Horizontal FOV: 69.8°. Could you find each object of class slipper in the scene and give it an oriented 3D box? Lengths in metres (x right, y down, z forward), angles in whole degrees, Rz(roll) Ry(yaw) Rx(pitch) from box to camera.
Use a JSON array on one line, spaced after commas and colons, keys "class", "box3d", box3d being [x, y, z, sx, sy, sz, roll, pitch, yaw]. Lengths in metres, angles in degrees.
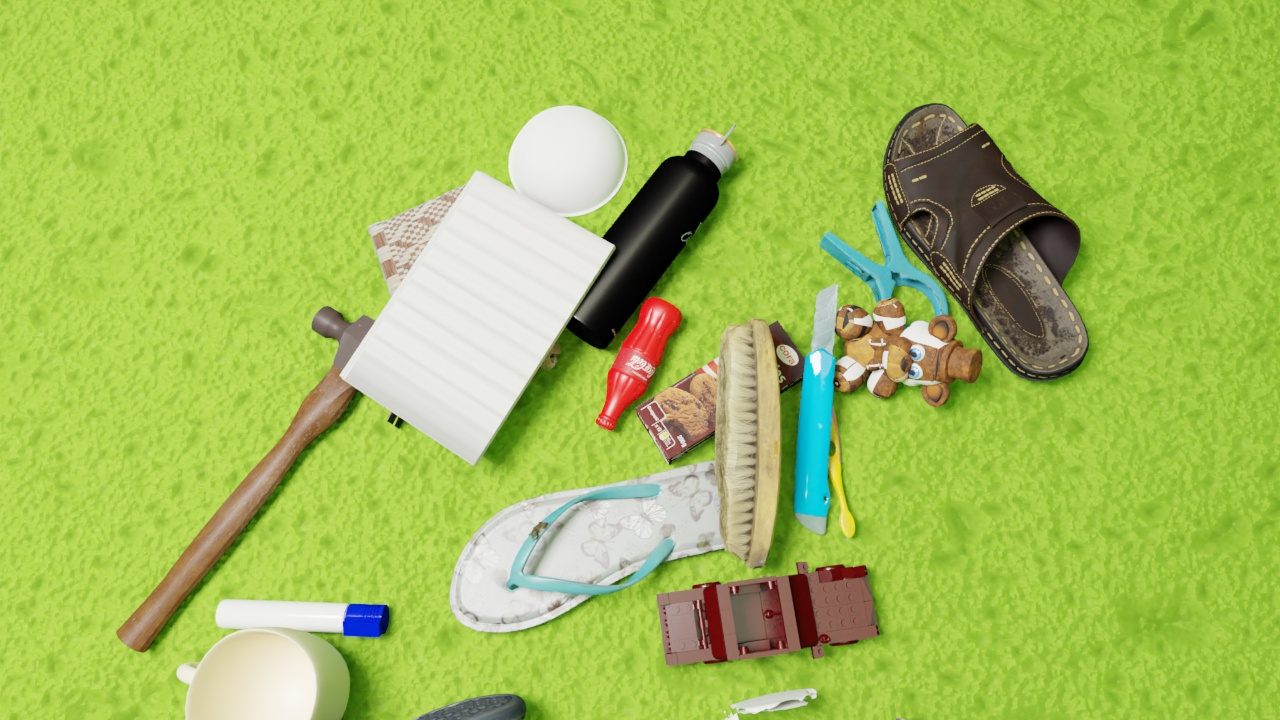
[{"class": "slipper", "box3d": [-0.202, 0.326, 0.666, 0.268, 0.111, 0.083, -23, 79, -1]}, {"class": "slipper", "box3d": [0.297, -0.109, 0.780, 0.113, 0.076, 0.267, -24, 76, -5]}, {"class": "slipper", "box3d": [-0.030, 0.138, 0.738, 0.268, 0.055, 0.098, -20, 73, -5]}]

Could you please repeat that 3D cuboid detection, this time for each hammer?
[{"class": "hammer", "box3d": [-0.314, 0.101, 0.766, 0.115, 0.033, 0.322, 35, 79, 12]}]

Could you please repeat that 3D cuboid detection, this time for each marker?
[{"class": "marker", "box3d": [-0.272, 0.207, 0.738, 0.133, 0.027, 0.023, 1, 107, 2]}]

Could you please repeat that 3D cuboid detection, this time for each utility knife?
[{"class": "utility knife", "box3d": [0.146, 0.040, 0.752, 0.031, 0.015, 0.205, 5, 94, 13]}]

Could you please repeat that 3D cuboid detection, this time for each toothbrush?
[{"class": "toothbrush", "box3d": [0.160, 0.081, 0.767, 0.021, 0.016, 0.135, -9, 73, 1]}]

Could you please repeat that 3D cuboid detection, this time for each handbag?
[{"class": "handbag", "box3d": [-0.152, -0.057, 0.796, 0.124, 0.047, 0.185, -22, 76, 4]}]

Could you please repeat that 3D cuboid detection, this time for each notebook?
[{"class": "notebook", "box3d": [-0.135, -0.039, 0.756, 0.142, 0.009, 0.209, 31, 84, 15]}]

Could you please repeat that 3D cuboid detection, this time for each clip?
[{"class": "clip", "box3d": [0.230, -0.083, 0.802, 0.114, 0.028, 0.127, -23, 77, 1]}]

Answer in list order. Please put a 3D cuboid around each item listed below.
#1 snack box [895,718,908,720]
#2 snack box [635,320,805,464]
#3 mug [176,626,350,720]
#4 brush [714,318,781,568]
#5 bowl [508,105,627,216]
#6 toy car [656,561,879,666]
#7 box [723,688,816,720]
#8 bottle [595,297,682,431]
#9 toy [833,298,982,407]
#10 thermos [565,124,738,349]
[{"class": "snack box", "box3d": [0.194, 0.332, 0.632, 0.040, 0.143, 0.147, 17, 76, 6]}, {"class": "snack box", "box3d": [0.069, 0.027, 0.773, 0.141, 0.032, 0.051, -31, 77, -6]}, {"class": "mug", "box3d": [-0.282, 0.248, 0.690, 0.120, 0.100, 0.096, 14, 74, 7]}, {"class": "brush", "box3d": [0.083, 0.064, 0.721, 0.043, 0.059, 0.195, 1, 88, -6]}, {"class": "bowl", "box3d": [-0.068, -0.189, 0.829, 0.110, 0.040, 0.109, 0, 75, 1]}, {"class": "toy car", "box3d": [0.100, 0.197, 0.712, 0.170, 0.062, 0.070, -8, 75, -1]}, {"class": "box", "box3d": [0.069, 0.300, 0.678, 0.166, 0.083, 0.092, -21, 66, -6]}, {"class": "bottle", "box3d": [-0.005, 0.005, 0.779, 0.036, 0.036, 0.119, 25, 78, 8]}, {"class": "toy", "box3d": [0.217, -0.005, 0.751, 0.113, 0.067, 0.087, 16, 116, 39]}, {"class": "thermos", "box3d": [0.014, -0.118, 0.797, 0.061, 0.061, 0.231, 35, 79, 10]}]
